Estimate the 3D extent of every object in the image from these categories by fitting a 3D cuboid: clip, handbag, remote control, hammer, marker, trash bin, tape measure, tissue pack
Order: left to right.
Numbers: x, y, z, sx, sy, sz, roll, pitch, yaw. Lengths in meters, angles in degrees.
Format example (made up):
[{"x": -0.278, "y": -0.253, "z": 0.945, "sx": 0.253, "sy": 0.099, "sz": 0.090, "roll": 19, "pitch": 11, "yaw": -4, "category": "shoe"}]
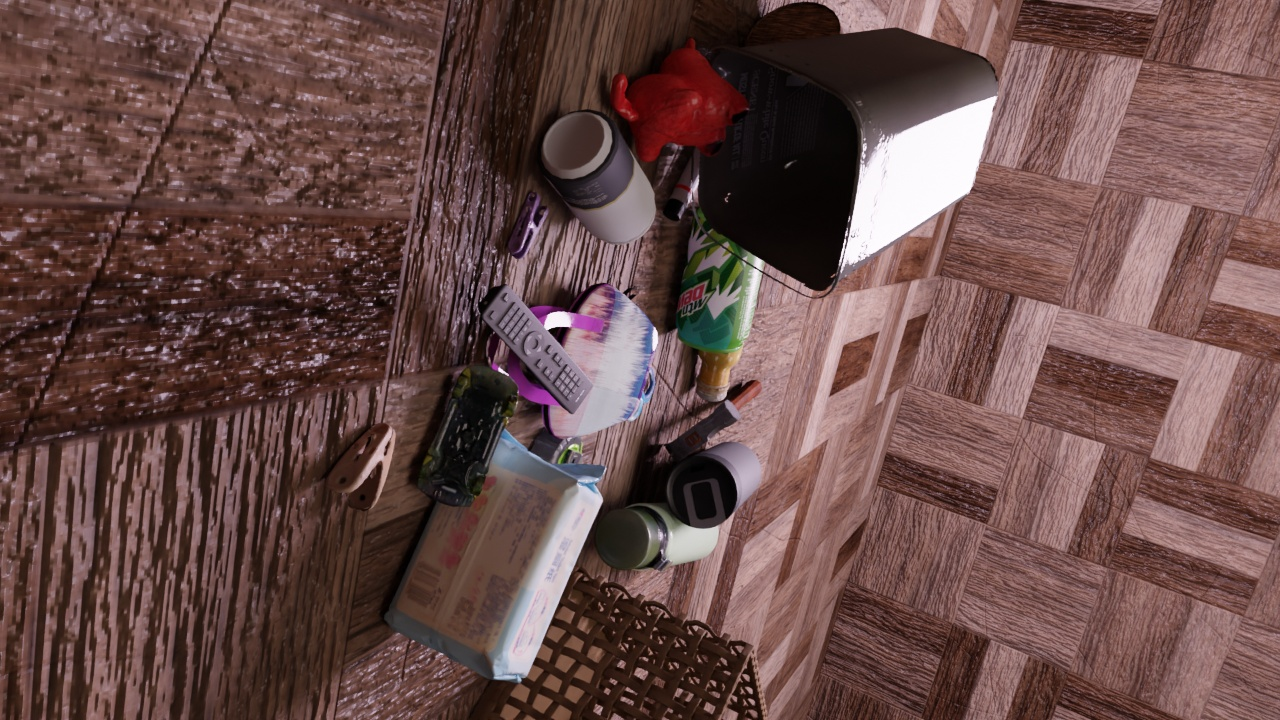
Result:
[{"x": -0.182, "y": 0.067, "z": 0.598, "sx": 0.039, "sy": 0.024, "sz": 0.060, "roll": 50, "pitch": 52, "yaw": -66, "category": "clip"}, {"x": -0.108, "y": 0.144, "z": 0.703, "sx": 0.181, "sy": 0.112, "sz": 0.070, "roll": -66, "pitch": 154, "yaw": -11, "category": "tissue pack"}, {"x": -0.086, "y": -0.105, "z": 0.691, "sx": 0.052, "sy": 0.014, "sz": 0.041, "roll": -56, "pitch": 153, "yaw": -35, "category": "clip"}, {"x": -0.078, "y": -0.007, "z": 0.690, "sx": 0.032, "sy": 0.015, "sz": 0.136, "roll": -56, "pitch": 139, "yaw": -16, "category": "remote control"}, {"x": -0.075, "y": 0.092, "z": 0.831, "sx": 0.058, "sy": 0.036, "sz": 0.065, "roll": 23, "pitch": 87, "yaw": -66, "category": "tape measure"}, {"x": -0.062, "y": -0.003, "z": 0.770, "sx": 0.169, "sy": 0.068, "sz": 0.144, "roll": 9, "pitch": 100, "yaw": -59, "category": "handbag"}, {"x": 0.061, "y": -0.205, "z": 0.925, "sx": 0.145, "sy": 0.019, "sz": 0.019, "roll": -64, "pitch": 155, "yaw": -16, "category": "marker"}, {"x": 0.109, "y": 0.065, "z": 1.172, "sx": 0.111, "sy": 0.028, "sz": 0.300, "roll": -39, "pitch": 175, "yaw": 21, "category": "hammer"}, {"x": 0.195, "y": -0.204, "z": 0.860, "sx": 0.219, "sy": 0.197, "sz": 0.198, "roll": -25, "pitch": 136, "yaw": -30, "category": "trash bin"}]

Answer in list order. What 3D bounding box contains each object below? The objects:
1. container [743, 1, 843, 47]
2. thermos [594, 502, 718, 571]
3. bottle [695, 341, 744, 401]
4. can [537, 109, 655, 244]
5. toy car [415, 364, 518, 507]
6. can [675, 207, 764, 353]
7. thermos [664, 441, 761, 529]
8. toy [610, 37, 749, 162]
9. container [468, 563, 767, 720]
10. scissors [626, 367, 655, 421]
[{"x": 0.183, "y": -0.291, "z": 1.002, "sx": 0.132, "sy": 0.132, "sz": 0.167, "roll": -64, "pitch": 149, "yaw": -17, "category": "container"}, {"x": 0.024, "y": 0.206, "z": 1.072, "sx": 0.231, "sy": 0.082, "sz": 0.082, "roll": 20, "pitch": 89, "yaw": -67, "category": "thermos"}, {"x": 0.099, "y": -0.040, "z": 1.086, "sx": 0.053, "sy": 0.053, "sz": 0.186, "roll": -35, "pitch": 140, "yaw": -54, "category": "bottle"}, {"x": -0.030, "y": -0.138, "z": 0.722, "sx": 0.064, "sy": 0.064, "sz": 0.127, "roll": -66, "pitch": 156, "yaw": -11, "category": "can"}, {"x": -0.127, "y": 0.056, "z": 0.680, "sx": 0.033, "sy": 0.048, "sz": 0.105, "roll": 179, "pitch": -67, "yaw": -81, "category": "toy car"}, {"x": 0.087, "y": -0.088, "z": 0.988, "sx": 0.082, "sy": 0.083, "sz": 0.144, "roll": -29, "pitch": 133, "yaw": -57, "category": "can"}, {"x": 0.094, "y": 0.148, "z": 1.129, "sx": 0.240, "sy": 0.082, "sz": 0.082, "roll": 4, "pitch": 103, "yaw": -76, "category": "thermos"}, {"x": 0.016, "y": -0.227, "z": 0.785, "sx": 0.132, "sy": 0.094, "sz": 0.088, "roll": -5, "pitch": 156, "yaw": -41, "category": "toy"}, {"x": -0.017, "y": 0.389, "z": 0.954, "sx": 0.219, "sy": 0.214, "sz": 0.252, "roll": -58, "pitch": 153, "yaw": -28, "category": "container"}, {"x": -0.006, "y": 0.005, "z": 0.951, "sx": 0.066, "sy": 0.015, "sz": 0.135, "roll": -53, "pitch": 148, "yaw": -35, "category": "scissors"}]
